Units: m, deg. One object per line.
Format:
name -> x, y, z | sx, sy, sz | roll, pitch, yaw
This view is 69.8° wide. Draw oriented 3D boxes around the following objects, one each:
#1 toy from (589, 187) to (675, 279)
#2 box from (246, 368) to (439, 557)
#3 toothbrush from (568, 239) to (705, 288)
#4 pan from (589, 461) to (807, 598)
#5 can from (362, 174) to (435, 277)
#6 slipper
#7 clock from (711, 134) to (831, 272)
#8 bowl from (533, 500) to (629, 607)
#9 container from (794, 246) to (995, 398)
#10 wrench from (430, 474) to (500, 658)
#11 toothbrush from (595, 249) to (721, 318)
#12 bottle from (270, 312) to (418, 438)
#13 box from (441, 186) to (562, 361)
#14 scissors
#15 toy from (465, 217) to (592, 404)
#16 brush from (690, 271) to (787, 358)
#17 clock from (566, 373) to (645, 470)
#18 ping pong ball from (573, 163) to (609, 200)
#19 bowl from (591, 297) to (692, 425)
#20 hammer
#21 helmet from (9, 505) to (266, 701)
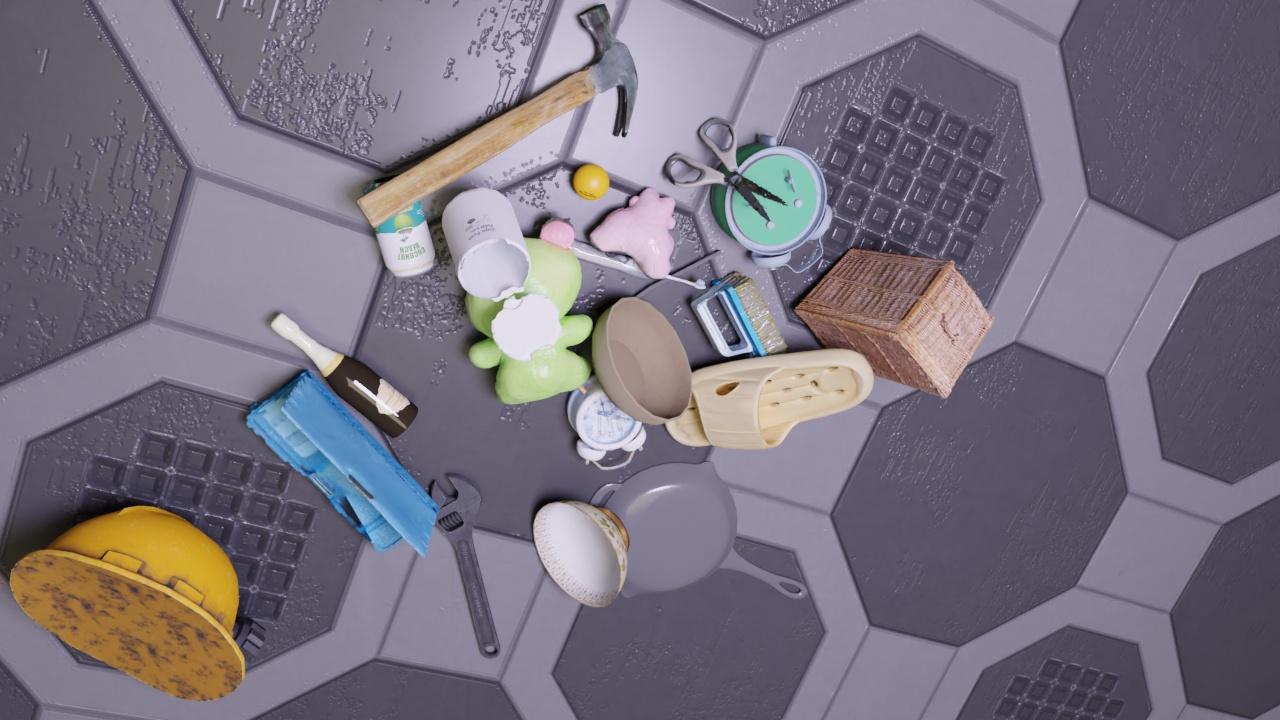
toy -> 0.003, -0.150, 1.044 | 0.099, 0.053, 0.095 | 28, 80, -3
box -> -0.334, 0.133, 1.017 | 0.094, 0.112, 0.231 | -33, 111, 8
toothbrush -> -0.010, -0.109, 1.066 | 0.185, 0.022, 0.024 | 16, 133, -14
pan -> 0.089, 0.255, 1.222 | 0.354, 0.024, 0.217 | 28, 100, -22
can -> -0.256, -0.144, 0.979 | 0.055, 0.055, 0.102 | -15, 112, -9
slipper -> 0.148, 0.053, 1.094 | 0.262, 0.079, 0.111 | -14, 119, 14
clock -> 0.159, -0.172, 1.064 | 0.122, 0.075, 0.161 | -38, 114, 1
bowl -> -0.061, 0.226, 1.136 | 0.063, 0.145, 0.145 | -30, 120, -45
container -> 0.296, -0.051, 1.076 | 0.114, 0.198, 0.112 | 44, 82, -28
wrench -> -0.212, 0.263, 1.150 | 0.073, 0.018, 0.273 | -9, 113, -1
toothbrush -> 0.022, -0.091, 1.091 | 0.167, 0.013, 0.013 | -27, 105, -4
bottle -> -0.331, 0.014, 1.019 | 0.045, 0.045, 0.184 | -45, 113, 3
box -> -0.141, -0.088, 0.937 | 0.084, 0.146, 0.136 | -22, 136, -2
scissors -> 0.090, -0.200, 1.009 | 0.150, 0.164, 0.012 | -15, 153, 22
toy -> -0.126, -0.044, 1.023 | 0.150, 0.107, 0.197 | -13, 116, 4
brush -> 0.123, -0.034, 1.113 | 0.075, 0.055, 0.136 | -34, 114, -7
clock -> -0.039, 0.076, 1.114 | 0.088, 0.052, 0.125 | -15, 115, -10
ping pong ball -> -0.055, -0.198, 1.019 | 0.040, 0.040, 0.040 | -5, 109, -13
bowl -> -0.006, 0.006, 1.061 | 0.051, 0.152, 0.152 | -25, 118, 34
hammer -> -0.144, -0.235, 0.959 | 0.330, 0.033, 0.132 | -34, 118, -13
helmet -> -0.524, 0.244, 1.001 | 0.206, 0.131, 0.255 | -22, 123, 27
